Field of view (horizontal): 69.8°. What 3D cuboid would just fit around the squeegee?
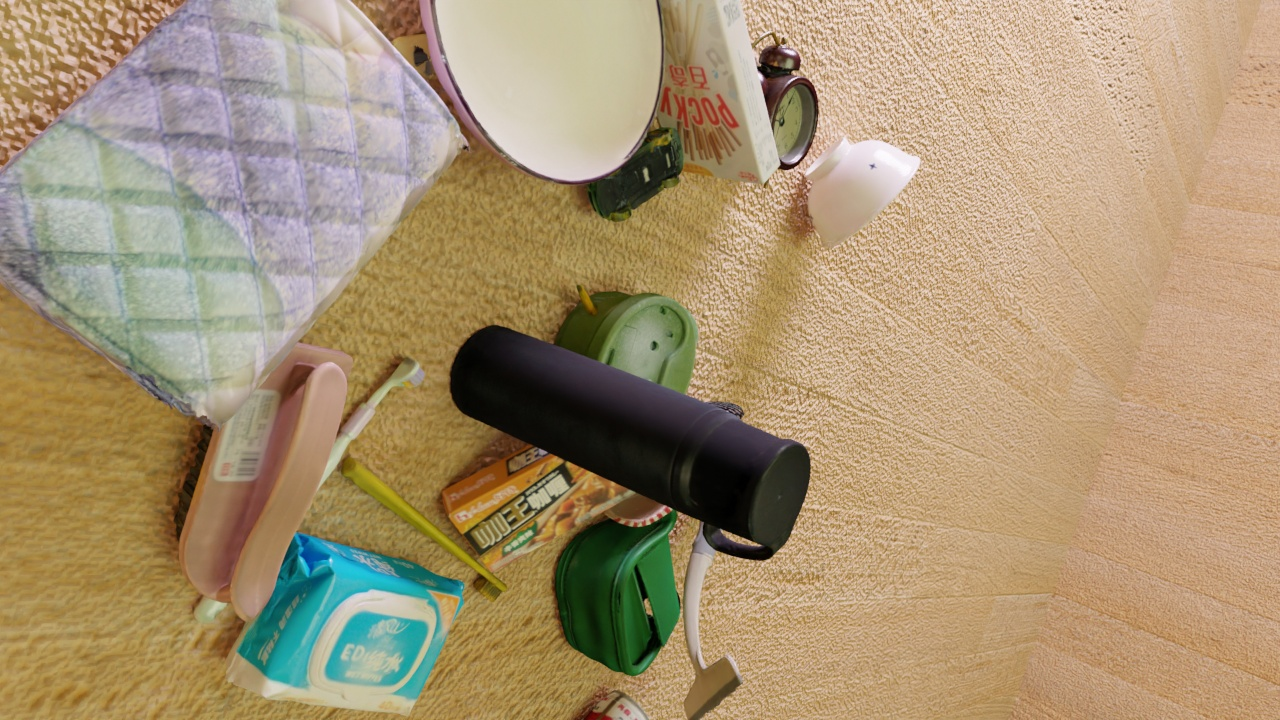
[{"bbox_3d":[0.061,0.188,0.839,0.247,0.039,0.246,102,-2,-61],"label":"squeegee"}]

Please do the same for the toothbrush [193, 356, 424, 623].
[{"bbox_3d":[-0.193,0.074,0.542,0.020,0.029,0.189,39,71,-7],"label":"toothbrush"}]

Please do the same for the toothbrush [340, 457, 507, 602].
[{"bbox_3d":[-0.143,0.121,0.627,0.016,0.016,0.190,-49,138,-15],"label":"toothbrush"}]

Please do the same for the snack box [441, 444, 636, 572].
[{"bbox_3d":[-0.057,0.087,0.655,0.153,0.026,0.075,-28,133,-5],"label":"snack box"}]

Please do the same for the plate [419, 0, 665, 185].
[{"bbox_3d":[-0.059,-0.201,0.550,0.192,0.039,0.192,-5,97,-49],"label":"plate"}]

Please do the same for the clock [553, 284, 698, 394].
[{"bbox_3d":[-0.004,0.004,0.712,0.161,0.056,0.116,14,95,-52],"label":"clock"}]

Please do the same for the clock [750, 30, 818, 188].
[{"bbox_3d":[0.102,-0.207,0.749,0.081,0.055,0.122,-45,139,-28],"label":"clock"}]

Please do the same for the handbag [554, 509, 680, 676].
[{"bbox_3d":[-0.010,0.193,0.786,0.119,0.068,0.131,-38,131,-46],"label":"handbag"}]

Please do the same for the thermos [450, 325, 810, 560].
[{"bbox_3d":[-0.015,0.051,0.567,0.068,0.243,0.090,-27,126,-41],"label":"thermos"}]

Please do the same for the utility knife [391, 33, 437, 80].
[{"bbox_3d":[-0.100,-0.184,0.552,0.177,0.019,0.031,-23,117,-38],"label":"utility knife"}]

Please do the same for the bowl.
[{"bbox_3d":[0.195,-0.169,0.861,0.065,0.118,0.118,44,65,-8],"label":"bowl"}]

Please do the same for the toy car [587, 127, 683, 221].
[{"bbox_3d":[-0.005,-0.137,0.665,0.091,0.036,0.043,-41,135,-34],"label":"toy car"}]

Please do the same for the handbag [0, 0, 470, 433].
[{"bbox_3d":[-0.186,-0.080,0.425,0.134,0.076,0.193,45,70,-25],"label":"handbag"}]

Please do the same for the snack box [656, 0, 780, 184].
[{"bbox_3d":[0.043,-0.201,0.657,0.026,0.085,0.157,-49,138,-27],"label":"snack box"}]

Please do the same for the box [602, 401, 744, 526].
[{"bbox_3d":[0.025,0.090,0.782,0.163,0.075,0.077,-32,121,-41],"label":"box"}]

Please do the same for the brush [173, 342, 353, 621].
[{"bbox_3d":[-0.201,0.060,0.484,0.063,0.073,0.145,16,95,-53],"label":"brush"}]

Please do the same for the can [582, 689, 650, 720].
[{"bbox_3d":[-0.050,0.358,0.813,0.132,0.053,0.053,-40,133,-33],"label":"can"}]

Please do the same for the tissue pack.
[{"bbox_3d":[-0.176,0.165,0.566,0.140,0.063,0.090,36,77,-51],"label":"tissue pack"}]
